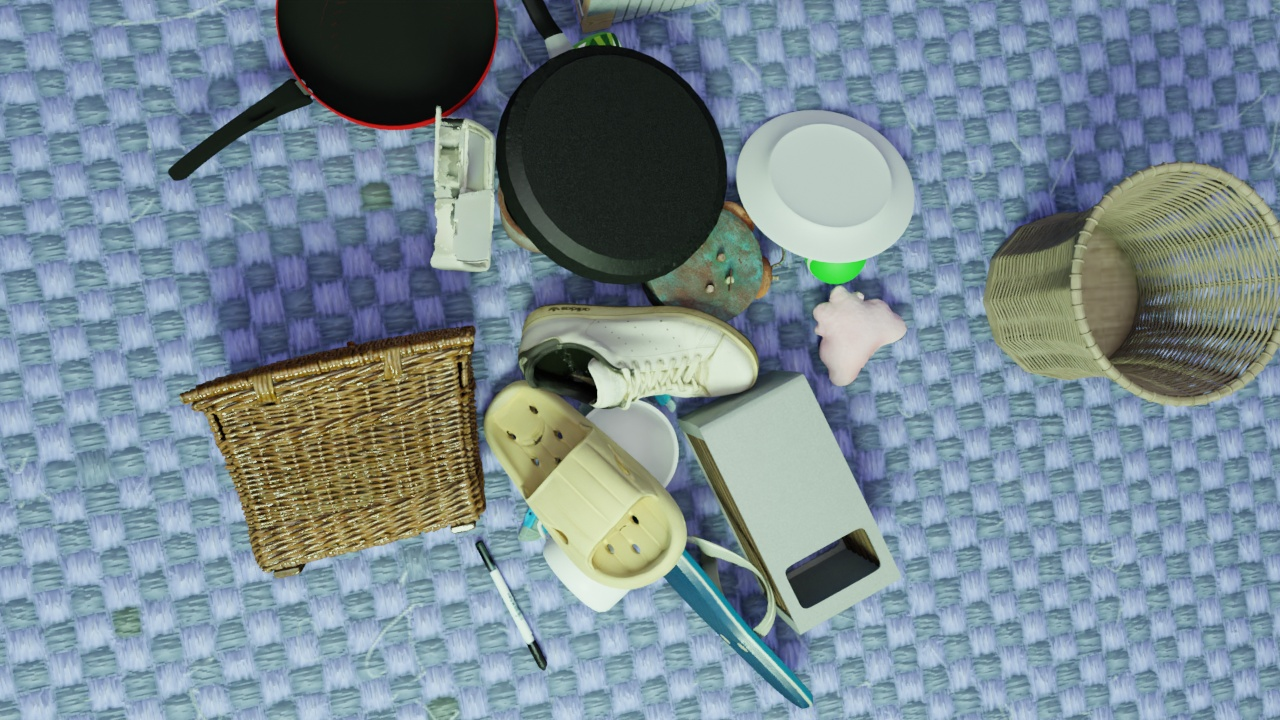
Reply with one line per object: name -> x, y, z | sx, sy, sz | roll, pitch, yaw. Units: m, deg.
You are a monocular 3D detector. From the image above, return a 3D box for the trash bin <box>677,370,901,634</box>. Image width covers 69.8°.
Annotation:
trash bin -> 0.147, 0.138, 0.936 | 0.114, 0.114, 0.229 | -27, 94, -7

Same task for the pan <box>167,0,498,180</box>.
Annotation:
pan -> -0.301, -0.283, 0.893 | 0.356, 0.067, 0.209 | -40, 96, -6

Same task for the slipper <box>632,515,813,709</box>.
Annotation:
slipper -> 0.085, 0.237, 0.935 | 0.060, 0.118, 0.295 | -45, 101, -20

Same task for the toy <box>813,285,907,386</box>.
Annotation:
toy -> 0.224, -0.032, 0.978 | 0.102, 0.050, 0.093 | -45, 99, -2

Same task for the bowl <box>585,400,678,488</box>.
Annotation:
bowl -> -0.019, 0.094, 0.949 | 0.110, 0.040, 0.110 | 0, 91, -10

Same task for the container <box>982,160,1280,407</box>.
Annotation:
container -> 0.491, -0.071, 0.942 | 0.227, 0.196, 0.227 | 0, 90, -8

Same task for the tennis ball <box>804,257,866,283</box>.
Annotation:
tennis ball -> 0.206, -0.114, 0.967 | 0.065, 0.065, 0.065 | 0, 90, -8

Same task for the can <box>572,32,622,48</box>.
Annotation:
can -> -0.026, -0.247, 0.924 | 0.083, 0.083, 0.144 | -32, 95, -7

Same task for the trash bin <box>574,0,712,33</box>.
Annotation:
trash bin -> 0.048, -0.442, 0.902 | 0.246, 0.142, 0.142 | -15, 93, -8

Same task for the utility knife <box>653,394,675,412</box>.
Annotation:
utility knife -> 0.002, 0.008, 0.966 | 0.022, 0.015, 0.117 | -33, 97, 0

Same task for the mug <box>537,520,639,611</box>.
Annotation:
mug -> -0.054, 0.191, 0.923 | 0.068, 0.094, 0.115 | -44, 74, -4

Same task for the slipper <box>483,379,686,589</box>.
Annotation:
slipper -> -0.072, 0.110, 0.864 | 0.261, 0.079, 0.111 | 42, 96, 30

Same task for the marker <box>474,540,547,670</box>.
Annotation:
marker -> -0.133, 0.254, 0.951 | 0.011, 0.011, 0.152 | -27, 94, -7

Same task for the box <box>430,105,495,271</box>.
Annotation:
box -> -0.164, -0.154, 0.855 | 0.065, 0.186, 0.145 | 2, 97, -12

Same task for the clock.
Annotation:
clock -> 0.078, -0.103, 0.946 | 0.157, 0.073, 0.121 | -23, 94, -8

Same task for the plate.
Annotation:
plate -> 0.195, -0.188, 0.951 | 0.188, 0.016, 0.188 | 2, 67, -5

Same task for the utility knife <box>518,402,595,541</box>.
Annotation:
utility knife -> -0.077, 0.100, 0.956 | 0.031, 0.015, 0.196 | 23, 86, -13

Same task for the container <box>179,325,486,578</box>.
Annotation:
container -> -0.262, 0.079, 0.860 | 0.250, 0.162, 0.183 | -12, 97, -8

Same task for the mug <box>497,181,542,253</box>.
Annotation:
mug -> -0.104, -0.168, 0.903 | 0.096, 0.110, 0.123 | -32, 94, -12

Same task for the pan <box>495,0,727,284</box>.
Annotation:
pan -> -0.050, -0.243, 0.850 | 0.224, 0.034, 0.356 | -28, 94, -23

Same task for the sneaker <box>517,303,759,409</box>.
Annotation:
sneaker -> -0.005, 0.005, 0.896 | 0.241, 0.102, 0.089 | 7, 125, 4
